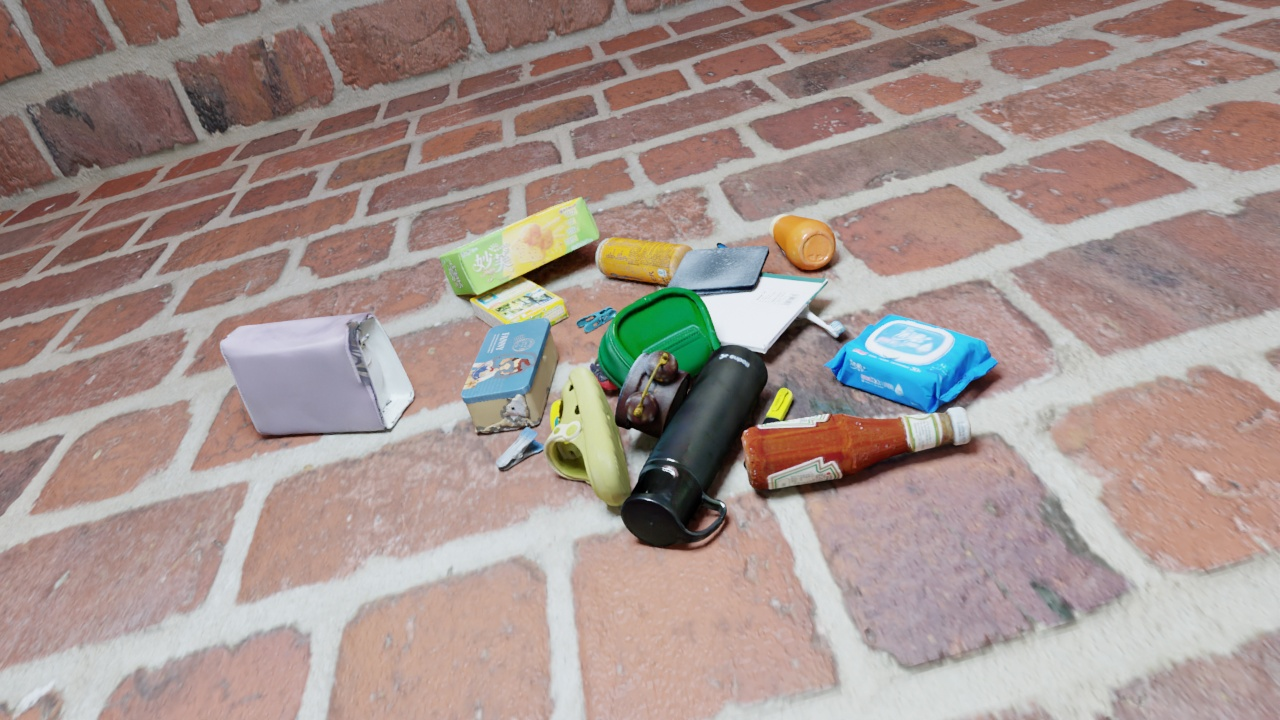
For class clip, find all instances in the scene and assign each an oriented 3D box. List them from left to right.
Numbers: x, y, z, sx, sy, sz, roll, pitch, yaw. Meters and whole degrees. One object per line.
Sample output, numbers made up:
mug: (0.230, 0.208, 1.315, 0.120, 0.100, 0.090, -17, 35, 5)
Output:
clip: (-0.136, 0.100, 1.011, 0.058, 0.045, 0.027, -39, 39, -19)
clip: (-0.058, -0.056, 1.237, 0.055, 0.014, 0.039, -28, 33, -17)

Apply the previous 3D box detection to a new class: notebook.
notebook: (0.106, -0.069, 1.138, 0.209, 0.012, 0.150, 11, 43, 41)

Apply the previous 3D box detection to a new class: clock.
clock: (0.012, 0.035, 0.933, 0.055, 0.122, 0.082, 22, 75, 12)

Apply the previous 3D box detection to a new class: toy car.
toy car: (-0.006, 0.006, 1.091, 0.106, 0.031, 0.049, -21, 33, -22)

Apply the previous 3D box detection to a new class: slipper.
slipper: (-0.063, 0.080, 0.943, 0.081, 0.092, 0.190, -19, 34, -1)

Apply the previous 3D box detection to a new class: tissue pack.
tissue pack: (0.275, -0.002, 0.950, 0.094, 0.052, 0.157, -34, 35, -28)

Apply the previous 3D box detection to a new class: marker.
marker: (0.131, 0.069, 0.939, 0.018, 0.015, 0.123, -2, 34, 32)

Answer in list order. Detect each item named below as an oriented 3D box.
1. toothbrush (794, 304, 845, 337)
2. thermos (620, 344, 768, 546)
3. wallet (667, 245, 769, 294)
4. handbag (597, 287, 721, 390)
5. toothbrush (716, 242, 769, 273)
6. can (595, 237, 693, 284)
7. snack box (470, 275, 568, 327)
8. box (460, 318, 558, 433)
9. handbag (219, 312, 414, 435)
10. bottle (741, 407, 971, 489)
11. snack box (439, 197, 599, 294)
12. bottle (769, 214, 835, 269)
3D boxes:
toothbrush: (0.182, -0.072, 1.136, 0.026, 0.027, 0.221, -43, 34, -3)
thermos: (0.067, 0.084, 0.908, 0.090, 0.069, 0.241, 25, 44, 9)
wallet: (0.101, -0.115, 1.188, 0.121, 0.019, 0.097, -2, 36, 24)
handbag: (0.027, -0.012, 1.040, 0.131, 0.068, 0.120, -30, 76, -26)
toothbrush: (0.145, -0.137, 1.272, 0.014, 0.016, 0.189, -15, 28, -14)
can: (0.007, -0.141, 1.301, 0.146, 0.058, 0.058, 12, 40, 39)
snack box: (-0.174, -0.075, 1.305, 0.086, 0.034, 0.140, -30, 31, -22)
box: (-0.154, 0.013, 1.125, 0.090, 0.060, 0.184, -10, 32, 9)
handbag: (-0.405, 0.014, 1.157, 0.197, 0.145, 0.098, -4, 35, 18)
bottle: (0.199, 0.076, 0.852, 0.206, 0.060, 0.059, -10, 31, 6)
snack box: (-0.186, -0.171, 1.389, 0.209, 0.070, 0.158, -27, 13, -19)
bottle: (0.213, -0.170, 1.255, 0.066, 0.067, 0.149, -19, 23, -5)
